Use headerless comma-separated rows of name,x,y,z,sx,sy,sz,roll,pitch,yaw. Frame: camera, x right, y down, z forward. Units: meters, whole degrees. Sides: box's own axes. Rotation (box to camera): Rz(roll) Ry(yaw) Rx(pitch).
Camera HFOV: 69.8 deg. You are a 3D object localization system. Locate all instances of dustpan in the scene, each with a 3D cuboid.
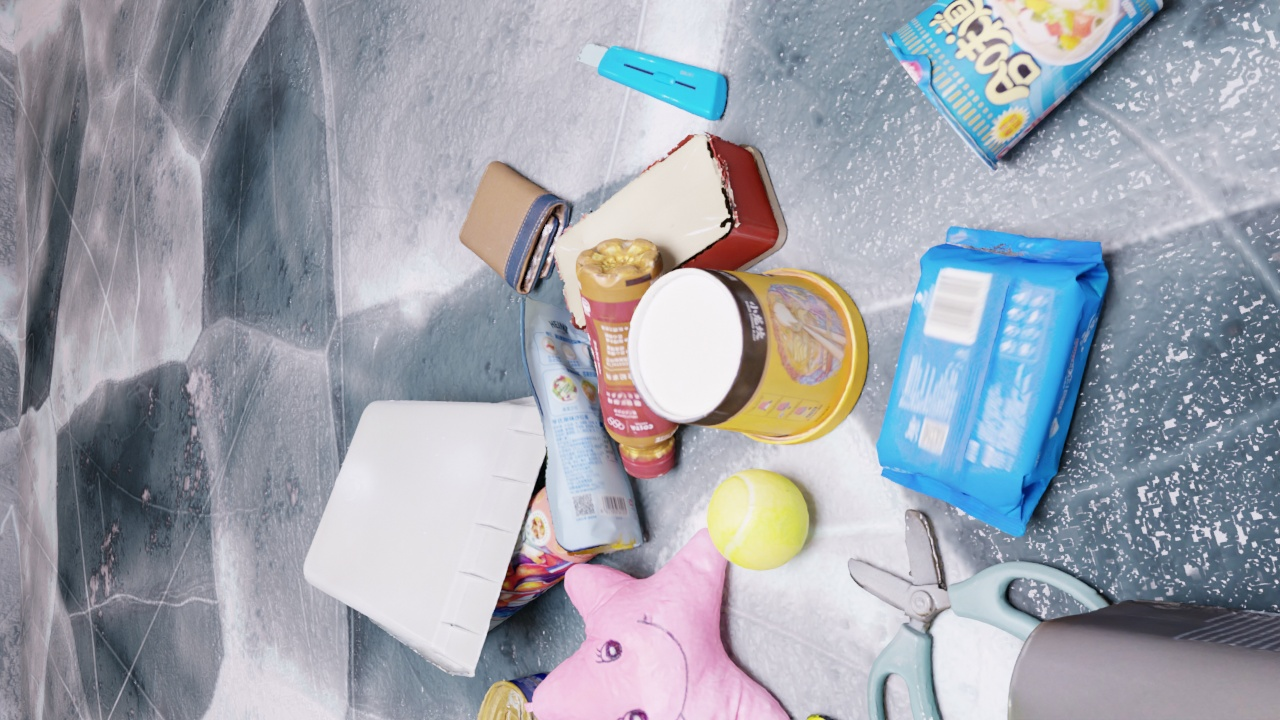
dustpan,-0.176,0.140,0.813,0.258,0.142,0.222,9,72,28

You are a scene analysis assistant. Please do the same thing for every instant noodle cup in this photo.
instant noodle cup,0.063,-0.005,0.582,0.119,0.114,0.118,-4,84,45
instant noodle cup,0.202,-0.172,0.481,0.110,0.099,0.099,-38,61,26

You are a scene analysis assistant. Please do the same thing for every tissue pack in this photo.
tissue pack,0.190,0.008,0.501,0.095,0.052,0.157,19,100,45

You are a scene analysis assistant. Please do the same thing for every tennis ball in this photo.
tennis ball,0.076,0.103,0.595,0.066,0.065,0.065,-4,84,44

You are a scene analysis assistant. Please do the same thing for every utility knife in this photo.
utility knife,0.004,-0.226,0.724,0.179,0.018,0.034,34,110,42

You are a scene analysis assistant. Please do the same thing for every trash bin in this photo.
trash bin,0.269,0.183,0.324,0.220,0.198,0.198,1,86,51

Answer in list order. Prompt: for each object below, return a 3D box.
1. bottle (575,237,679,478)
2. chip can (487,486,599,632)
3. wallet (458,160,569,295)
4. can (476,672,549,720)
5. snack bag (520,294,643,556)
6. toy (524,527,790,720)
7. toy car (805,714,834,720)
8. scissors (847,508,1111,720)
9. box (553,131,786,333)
bottle,-0.004,0.004,0.640,0.057,0.057,0.175,26,136,42
chip can,-0.108,0.172,0.766,0.215,0.071,0.071,-41,60,34
wallet,-0.115,-0.121,0.823,0.115,0.033,0.090,37,110,40
can,-0.102,0.333,0.761,0.075,0.049,0.148,19,100,43
snack bag,-0.044,0.048,0.687,0.039,0.110,0.191,-23,72,34
toy,0.004,0.226,0.633,0.179,0.074,0.194,-21,69,12
toy car,0.104,0.276,0.578,0.048,0.032,0.105,28,104,42
scissors,0.192,0.167,0.511,0.180,0.019,0.170,-13,77,44
box,0.010,-0.089,0.665,0.169,0.077,0.091,-30,67,38
